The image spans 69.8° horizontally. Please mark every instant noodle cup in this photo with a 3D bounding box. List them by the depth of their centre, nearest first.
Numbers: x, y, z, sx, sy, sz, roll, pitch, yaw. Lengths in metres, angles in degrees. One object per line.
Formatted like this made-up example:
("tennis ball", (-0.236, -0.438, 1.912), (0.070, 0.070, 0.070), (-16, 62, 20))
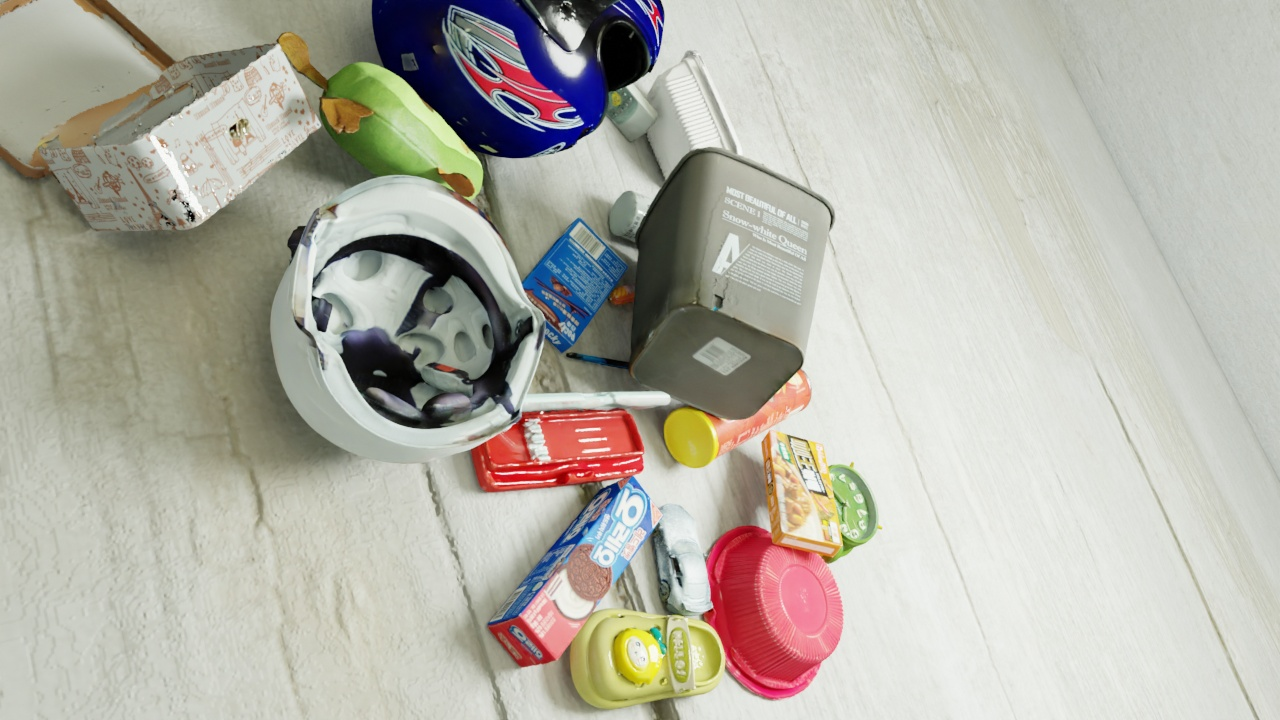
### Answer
("instant noodle cup", (0.159, 0.269, 1.015), (0.193, 0.066, 0.193), (22, 53, -32))
("instant noodle cup", (0.058, -0.302, 1.213), (0.060, 0.138, 0.173), (-18, 78, -23))

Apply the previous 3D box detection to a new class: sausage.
("sausage", (0.017, -0.091, 1.125), (0.164, 0.022, 0.021), (-20, 81, -45))

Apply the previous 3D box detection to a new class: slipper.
("slipper", (0.022, 0.279, 0.880), (0.190, 0.082, 0.091), (13, 56, -39))

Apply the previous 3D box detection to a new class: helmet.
("helmet", (-0.212, -0.021, 0.797), (0.228, 0.146, 0.258), (20, 48, -34))
("helmet", (-0.130, -0.336, 0.981), (0.315, 0.248, 0.240), (24, 74, -36))

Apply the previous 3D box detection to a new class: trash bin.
("trash bin", (0.092, -0.077, 1.008), (0.199, 0.199, 0.219), (22, 49, -13))

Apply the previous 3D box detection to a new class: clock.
("clock", (0.230, 0.186, 1.129), (0.160, 0.056, 0.116), (-11, 73, -43))

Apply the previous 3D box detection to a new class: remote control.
("remote control", (-0.037, -0.352, 1.201), (0.135, 0.056, 0.019), (49, 45, -10))

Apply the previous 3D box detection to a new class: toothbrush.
("toothbrush", (-0.006, 0.006, 1.056), (0.189, 0.014, 0.016), (11, 59, -36))

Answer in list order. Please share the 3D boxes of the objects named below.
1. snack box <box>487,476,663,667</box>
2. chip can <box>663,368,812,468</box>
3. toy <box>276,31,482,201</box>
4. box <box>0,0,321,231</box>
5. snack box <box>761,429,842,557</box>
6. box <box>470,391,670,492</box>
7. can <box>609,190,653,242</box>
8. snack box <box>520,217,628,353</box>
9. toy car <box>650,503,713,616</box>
("snack box", (-0.057, 0.195, 0.874), (0.058, 0.057, 0.206), (52, 44, -9))
("chip can", (0.122, 0.061, 1.094), (0.216, 0.073, 0.073), (-21, 81, -45))
("toy", (-0.236, -0.218, 0.888), (0.227, 0.090, 0.246), (44, 4, 30))
("box", (-0.424, -0.209, 0.757), (0.272, 0.131, 0.178), (23, 47, 7))
("snack box", (0.183, 0.150, 1.053), (0.075, 0.026, 0.153), (15, 41, -13))
("box", (-0.062, 0.068, 0.909), (0.201, 0.102, 0.095), (0, 66, -41))
("can", (0.034, -0.164, 1.155), (0.146, 0.058, 0.058), (15, 57, -35))
("snack box", (-0.079, -0.087, 1.035), (0.084, 0.026, 0.156), (44, 45, -13))
("toy car", (0.044, 0.210, 0.970), (0.054, 0.037, 0.120), (8, 59, -38))
